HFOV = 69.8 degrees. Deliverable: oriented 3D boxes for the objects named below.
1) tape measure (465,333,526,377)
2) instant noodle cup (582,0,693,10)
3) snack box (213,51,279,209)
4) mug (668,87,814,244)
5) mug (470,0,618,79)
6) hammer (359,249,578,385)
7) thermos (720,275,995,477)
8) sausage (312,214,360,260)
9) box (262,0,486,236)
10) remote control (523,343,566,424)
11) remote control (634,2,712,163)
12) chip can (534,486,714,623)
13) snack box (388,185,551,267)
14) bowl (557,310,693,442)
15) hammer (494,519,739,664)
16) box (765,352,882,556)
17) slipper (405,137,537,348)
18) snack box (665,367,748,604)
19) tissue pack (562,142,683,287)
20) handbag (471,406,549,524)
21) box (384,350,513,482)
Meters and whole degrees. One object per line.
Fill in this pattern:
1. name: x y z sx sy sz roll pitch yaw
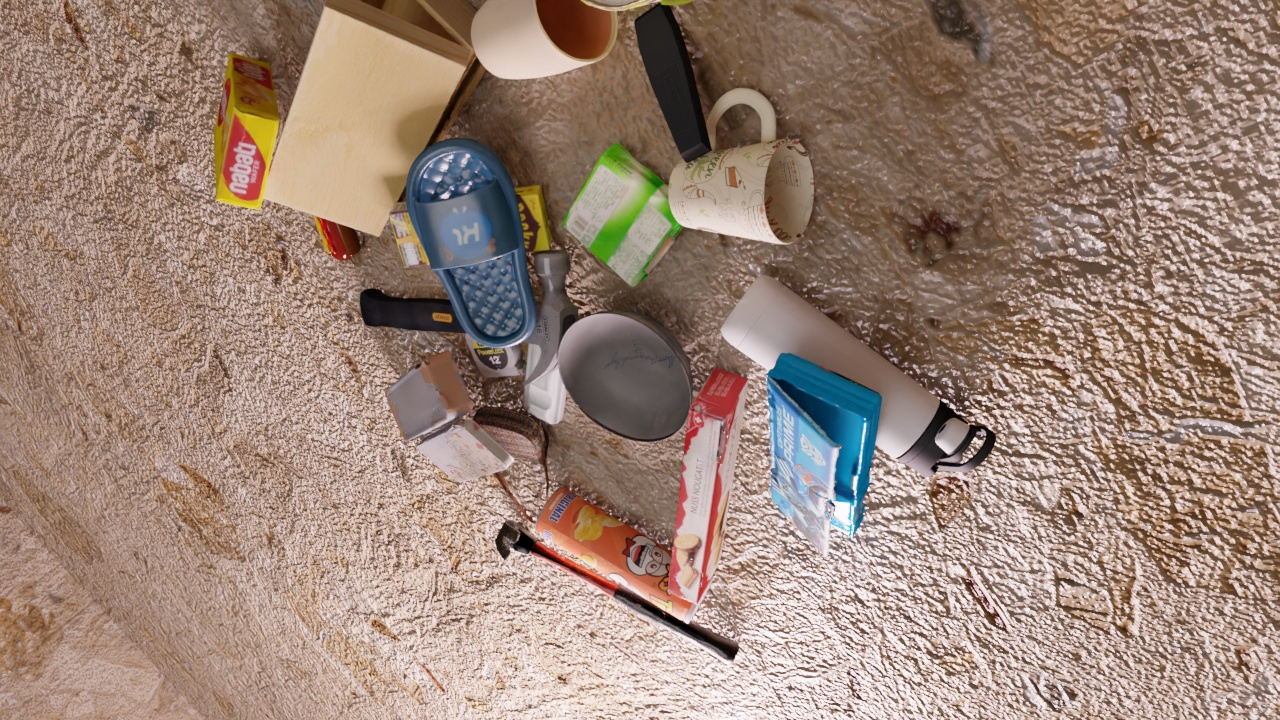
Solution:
1. tape measure: -0.162 -0.011 1.032 0.064 0.016 0.065 -5 119 36
2. instant noodle cup: -0.003 -0.319 0.645 0.146 0.097 0.146 18 130 22
3. snack box: -0.390 -0.231 0.904 0.092 0.042 0.200 -67 32 23
4. mug: 0.078 -0.157 0.740 0.097 0.080 0.122 8 105 37
5. mug: -0.085 -0.286 0.744 0.104 0.085 0.111 -1 94 46
6. hammer: -0.197 -0.054 0.999 0.313 0.035 0.139 7 108 35
7. thermos: 0.180 0.013 0.777 0.230 0.068 0.101 36 171 4
8. sausage: -0.353 -0.182 1.016 0.040 0.040 0.156 6 124 30
9. box: -0.248 -0.236 0.860 0.141 0.148 0.250 36 137 -10
10. remote control: -0.104 0.015 1.008 0.050 0.022 0.134 25 132 16
11. remote control: 0.026 -0.220 0.728 0.039 0.010 0.124 -19 88 41
12. chip can: -0.020 0.227 1.081 0.210 0.062 0.062 29 133 13
13. snack box: -0.165 -0.131 0.897 0.149 0.025 0.061 -6 122 6
14. bowl: -0.005 0.005 0.911 0.151 0.056 0.151 16 131 20
15. hammer: -0.031 0.282 1.116 0.326 0.036 0.140 27 175 6
16. box: 0.150 0.093 0.806 0.091 0.066 0.244 26 156 23
17. slipper: -0.159 -0.102 0.862 0.104 0.059 0.214 -7 119 10
18. snack box: 0.069 0.137 0.949 0.044 0.076 0.273 18 130 17
19. tissue pack: -0.013 -0.129 0.836 0.099 0.034 0.114 43 135 3
20. handbag: -0.143 0.132 1.122 0.094 0.043 0.196 9 135 24
21. box: -0.228 0.075 1.070 0.157 0.063 0.217 49 152 -10
